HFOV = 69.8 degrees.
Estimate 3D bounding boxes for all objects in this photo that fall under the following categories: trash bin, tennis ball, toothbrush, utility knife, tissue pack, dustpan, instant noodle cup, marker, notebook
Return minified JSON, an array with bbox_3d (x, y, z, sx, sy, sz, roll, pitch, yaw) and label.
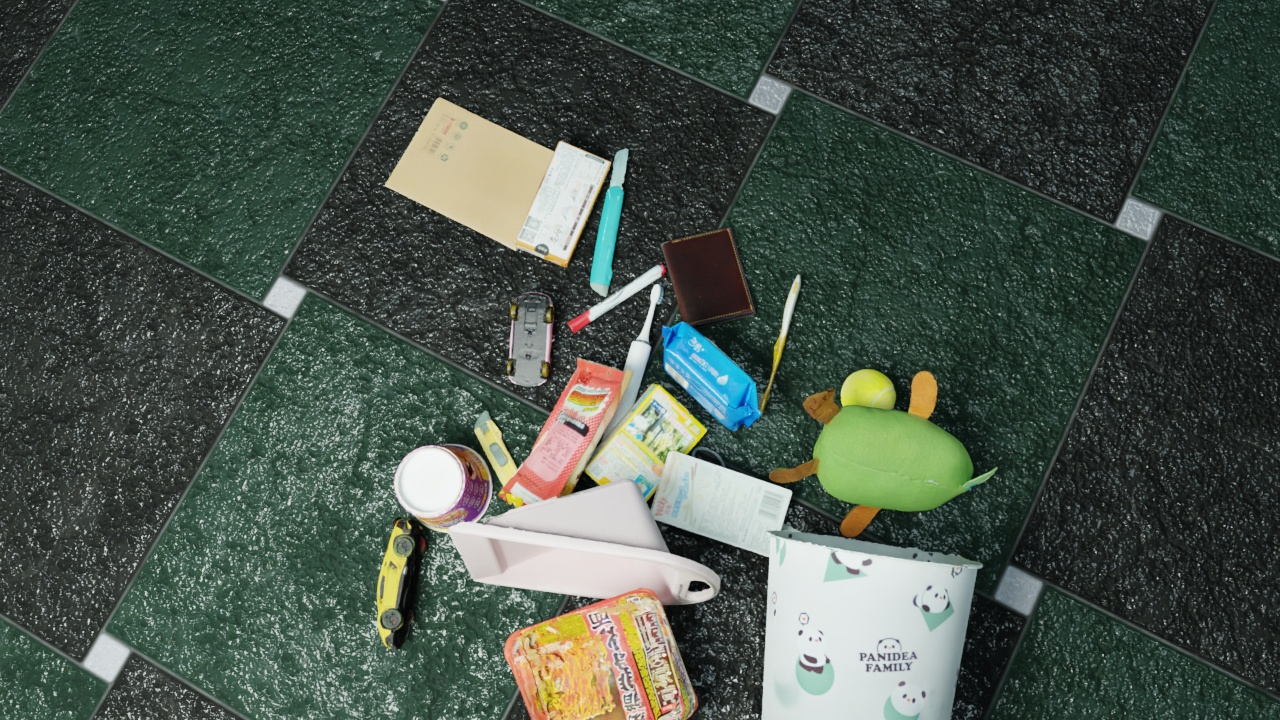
[{"bbox_3d":[0.236,0.324,0.986,0.229,0.229,0.251,7,84,5],"label":"trash bin"},{"bbox_3d":[0.277,0.043,1.116,0.065,0.065,0.065,-1,78,3],"label":"tennis ball"},{"bbox_3d":[0.173,-0.021,1.163,0.018,0.016,0.191,14,80,15],"label":"toothbrush"},{"bbox_3d":[-0.165,0.139,1.153,0.031,0.018,0.165,-32,82,3],"label":"utility knife"},{"bbox_3d":[0.086,0.020,1.119,0.157,0.095,0.052,43,78,11],"label":"tissue pack"},{"bbox_3d":[-0.038,-0.184,1.211,0.029,0.013,0.205,9,81,7],"label":"utility knife"},{"bbox_3d":[-0.061,0.237,1.019,0.273,0.223,0.138,-19,65,-8],"label":"dustpan"},{"bbox_3d":[-0.007,0.007,1.162,0.027,0.026,0.220,10,77,34],"label":"toothbrush"},{"bbox_3d":[-0.045,0.352,1.049,0.189,0.079,0.164,-19,96,1],"label":"instant noodle cup"},{"bbox_3d":[-0.242,0.150,1.111,0.111,0.099,0.111,0,77,2],"label":"instant noodle cup"},{"bbox_3d":[-0.030,-0.081,1.187,0.145,0.017,0.017,-33,78,-4],"label":"marker"},{"bbox_3d":[-0.222,-0.254,1.241,0.208,0.008,0.147,27,81,8],"label":"notebook"}]

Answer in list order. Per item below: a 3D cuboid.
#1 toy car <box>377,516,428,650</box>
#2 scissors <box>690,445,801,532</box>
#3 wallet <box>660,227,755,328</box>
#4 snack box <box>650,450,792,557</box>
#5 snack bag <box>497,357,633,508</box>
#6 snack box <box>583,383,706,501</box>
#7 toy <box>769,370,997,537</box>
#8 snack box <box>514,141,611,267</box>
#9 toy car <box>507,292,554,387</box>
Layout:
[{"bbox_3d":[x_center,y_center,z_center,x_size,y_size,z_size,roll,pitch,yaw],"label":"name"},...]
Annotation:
[{"bbox_3d":[-0.290,0.267,1.102,0.041,0.071,0.155,5,79,3],"label":"toy car"},{"bbox_3d":[0.108,0.180,1.127,0.174,0.014,0.159,-9,80,0],"label":"scissors"},{"bbox_3d":[0.088,-0.106,1.185,0.096,0.020,0.122,-14,76,-4],"label":"wallet"},{"bbox_3d":[0.096,0.172,1.099,0.157,0.027,0.084,19,81,-3],"label":"snack box"},{"bbox_3d":[-0.090,0.093,1.106,0.073,0.129,0.207,36,78,-29],"label":"snack bag"},{"bbox_3d":[0.004,0.108,1.122,0.087,0.034,0.140,43,85,-13],"label":"snack box"},{"bbox_3d":[0.281,0.113,1.072,0.246,0.089,0.227,16,115,-11],"label":"toy"},{"bbox_3d":[-0.101,-0.206,1.209,0.075,0.026,0.153,23,80,-1],"label":"snack box"},{"bbox_3d":[-0.140,-0.026,1.174,0.056,0.037,0.122,5,91,7],"label":"toy car"}]
